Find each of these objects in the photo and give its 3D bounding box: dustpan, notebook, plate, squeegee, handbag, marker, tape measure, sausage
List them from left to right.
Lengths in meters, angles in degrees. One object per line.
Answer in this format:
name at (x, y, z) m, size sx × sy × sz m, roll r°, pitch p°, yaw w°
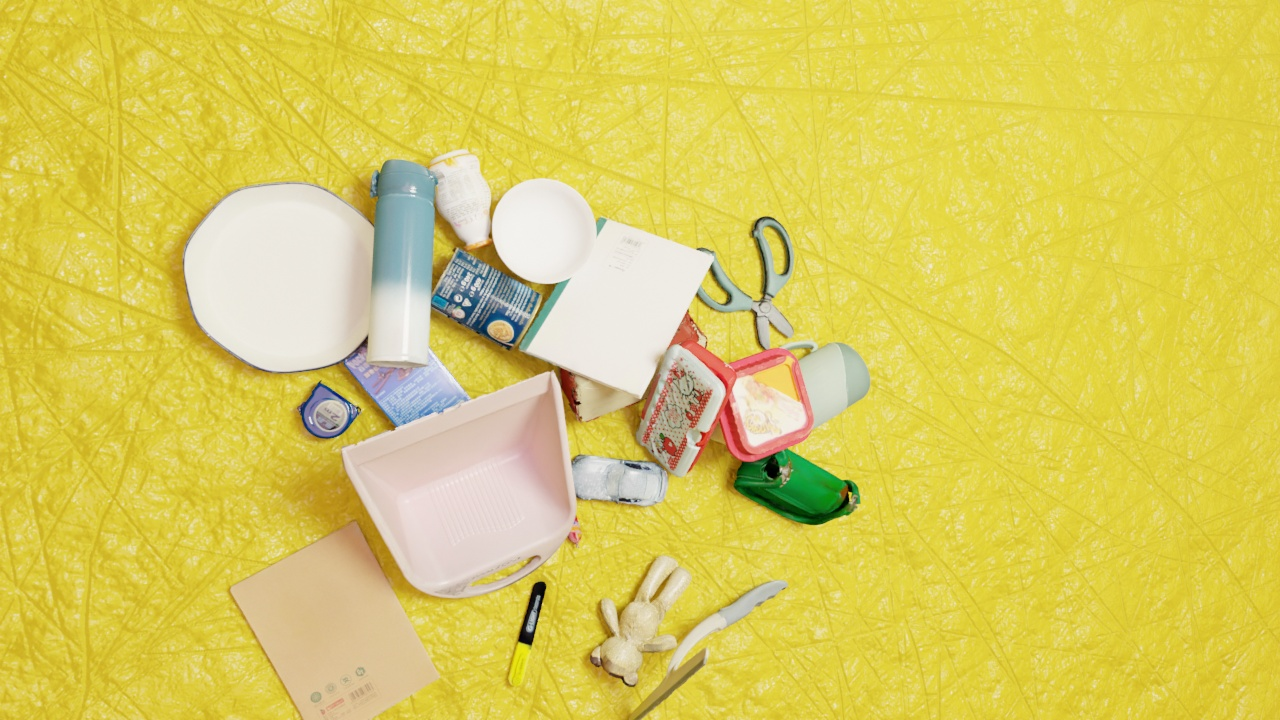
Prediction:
plate at (-0.377, -0.088, 0.988) m, size 0.204 × 0.046 × 0.205 m, roll 0°, pitch 91°, yaw -17°
tape measure at (-0.344, 0.058, 1.008) m, size 0.058 × 0.025 × 0.054 m, roll 37°, pitch 82°, yaw -10°
notebook at (-0.336, 0.304, 1.019) m, size 0.147 × 0.008 × 0.207 m, roll -28°, pitch 98°, yaw -15°
dustpan at (-0.165, 0.151, 0.971) m, size 0.222 × 0.274 × 0.138 m, roll -22°, pitch 71°, yaw -13°
marker at (-0.132, 0.320, 1.077) m, size 0.018 × 0.015 × 0.124 m, roll 17°, pitch 84°, yaw -19°
sausage at (-0.098, 0.150, 1.085) m, size 0.020 × 0.020 × 0.156 m, roll -21°, pitch 96°, yaw -16°
notebook at (-0.024, -0.067, 1.044) m, size 0.150 × 0.012 × 0.208 m, roll 22°, pitch 61°, yaw 13°
squeegee at (0.094, 0.321, 1.100) m, size 0.245 × 0.247 × 0.039 m, roll -29°, pitch 70°, yaw -38°
handbag at (0.188, 0.152, 1.119) m, size 0.131 × 0.120 × 0.068 m, roll 29°, pitch 77°, yaw -14°

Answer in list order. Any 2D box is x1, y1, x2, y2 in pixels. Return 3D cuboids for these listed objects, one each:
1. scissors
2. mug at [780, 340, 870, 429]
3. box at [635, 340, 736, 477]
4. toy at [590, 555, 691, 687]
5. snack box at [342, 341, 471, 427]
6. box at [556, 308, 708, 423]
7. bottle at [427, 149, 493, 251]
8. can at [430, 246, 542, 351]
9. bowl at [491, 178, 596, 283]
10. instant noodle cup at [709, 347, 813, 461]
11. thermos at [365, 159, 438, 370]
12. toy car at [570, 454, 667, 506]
scissors at (0.151, -0.107, 1.161) m, size 0.174 × 0.019 × 0.177 m, roll 40°, pitch 78°, yaw -11°
mug at (0.218, 0.021, 1.155) m, size 0.106 × 0.082 × 0.111 m, roll -30°, pitch 67°, yaw -14°
box at (0.044, 0.059, 1.038) m, size 0.087 × 0.202 × 0.048 m, roll 37°, pitch 55°, yaw 14°
toy at (0.004, 0.308, 1.099) m, size 0.105 × 0.066 × 0.157 m, roll 29°, pitch 76°, yaw 18°
snack box at (-0.251, 0.037, 1.034) m, size 0.084 × 0.026 × 0.157 m, roll -40°, pitch 101°, yaw -13°
box at (-0.006, 0.006, 1.062) m, size 0.168 × 0.091 × 0.079 m, roll -20°, pitch 55°, yaw -16°
bottle at (-0.198, -0.178, 1.031) m, size 0.063 × 0.063 × 0.108 m, roll -20°, pitch 95°, yaw -16°
can at (-0.177, -0.069, 1.032) m, size 0.111 × 0.075 × 0.075 m, roll 29°, pitch 82°, yaw -15°
bowl at (-0.115, -0.144, 1.055) m, size 0.118 × 0.065 × 0.118 m, roll 1°, pitch 87°, yaw -16°
instant noodle cup at (0.127, 0.051, 1.096) m, size 0.116 × 0.124 × 0.116 m, roll -19°, pitch 96°, yaw -20°
thermos at (-0.254, -0.102, 0.975) m, size 0.070 × 0.070 × 0.220 m, roll 2°, pitch 83°, yaw -17°
toy car at (-0.027, 0.144, 1.099) m, size 0.120 × 0.037 × 0.054 m, roll 9°, pitch 88°, yaw -13°
